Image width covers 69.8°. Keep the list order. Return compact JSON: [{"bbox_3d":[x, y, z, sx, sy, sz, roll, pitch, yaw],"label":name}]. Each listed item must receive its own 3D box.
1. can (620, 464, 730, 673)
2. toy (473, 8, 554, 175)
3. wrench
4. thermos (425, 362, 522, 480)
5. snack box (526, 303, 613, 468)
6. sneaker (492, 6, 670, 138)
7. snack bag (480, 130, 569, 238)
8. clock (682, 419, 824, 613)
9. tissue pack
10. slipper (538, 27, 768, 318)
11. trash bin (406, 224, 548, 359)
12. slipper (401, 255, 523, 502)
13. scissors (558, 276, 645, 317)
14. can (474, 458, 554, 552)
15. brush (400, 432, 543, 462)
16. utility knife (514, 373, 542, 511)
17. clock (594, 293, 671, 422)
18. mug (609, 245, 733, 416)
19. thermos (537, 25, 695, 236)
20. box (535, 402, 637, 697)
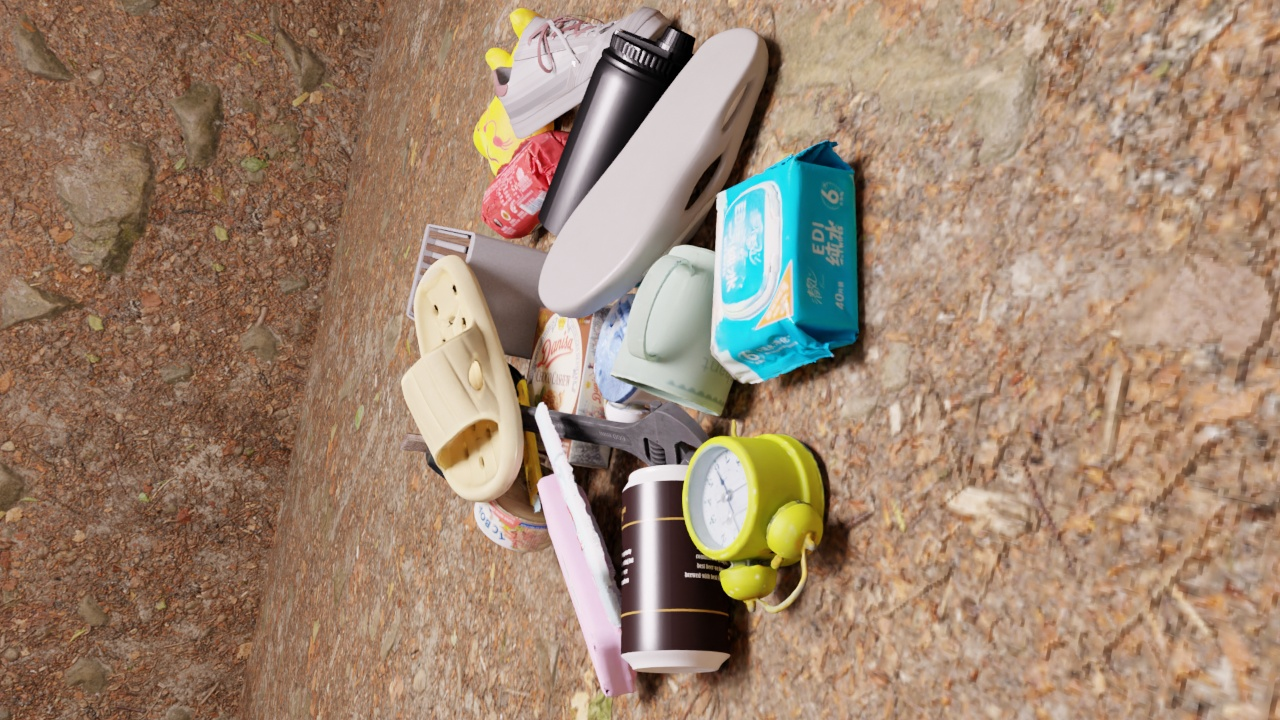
[{"bbox_3d":[0.023,0.141,0.617,0.072,0.071,0.128,-35,49,54],"label":"can"},{"bbox_3d":[-0.134,-0.308,1.092,0.134,0.087,0.194,55,134,33],"label":"toy"},{"bbox_3d":[-0.036,0.057,0.741,0.274,0.018,0.073,5,124,51],"label":"wrench"},{"bbox_3d":[-0.185,0.072,1.015,0.221,0.098,0.098,132,141,-57],"label":"thermos"},{"bbox_3d":[-0.066,0.021,0.870,0.143,0.041,0.147,5,84,63],"label":"snack box"},{"bbox_3d":[-0.074,-0.305,0.912,0.237,0.089,0.099,-17,26,47],"label":"sneaker"},{"bbox_3d":[-0.120,-0.193,1.018,0.177,0.082,0.082,-24,58,57],"label":"snack bag"},{"bbox_3d":[0.072,0.095,0.558,0.083,0.057,0.119,-57,40,35],"label":"clock"},{"bbox_3d":[0.088,-0.063,0.584,0.093,0.061,0.144,-24,58,59],"label":"tissue pack"},{"bbox_3d":[0.026,-0.135,0.737,0.266,0.080,0.113,-55,38,6],"label":"slipper"},{"bbox_3d":[-0.175,-0.080,1.041,0.229,0.114,0.114,23,99,63],"label":"trash bin"},{"bbox_3d":[-0.182,0.011,0.844,0.112,0.079,0.261,-42,53,35],"label":"slipper"},{"bbox_3d":[-0.008,-0.078,0.802,0.140,0.013,0.117,-20,23,35],"label":"scissors"},{"bbox_3d":[-0.110,0.135,0.860,0.043,0.086,0.086,-64,30,29],"label":"can"},{"bbox_3d":[-0.167,0.091,0.924,0.045,0.143,0.008,137,139,-61],"label":"brush"},{"bbox_3d":[-0.105,0.077,0.862,0.031,0.017,0.159,111,151,-42],"label":"utility knife"},{"bbox_3d":[-0.004,0.004,0.747,0.126,0.052,0.088,-59,33,33],"label":"clock"},{"bbox_3d":[0.028,-0.027,0.637,0.084,0.111,0.104,18,85,31],"label":"mug"},{"bbox_3d":[-0.017,-0.202,0.818,0.199,0.086,0.086,-65,30,24],"label":"thermos"},{"bbox_3d":[-0.047,0.141,0.712,0.201,0.037,0.153,-121,17,-55],"label":"box"}]
